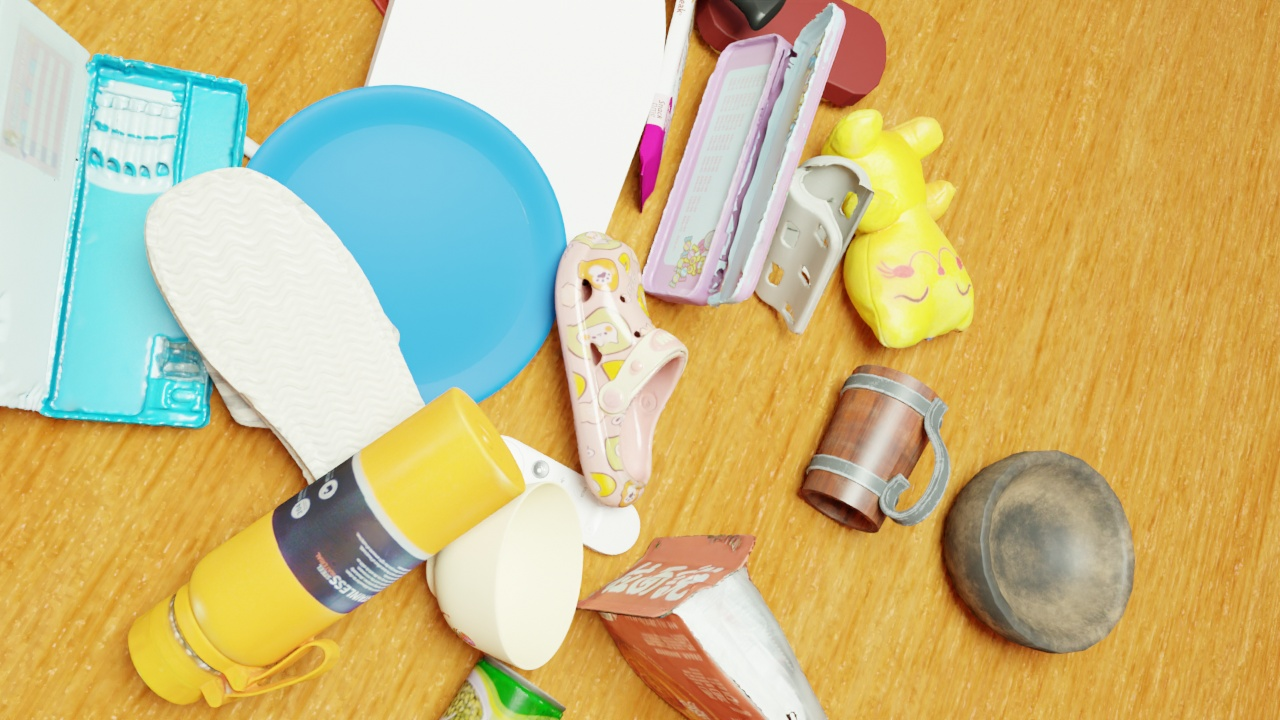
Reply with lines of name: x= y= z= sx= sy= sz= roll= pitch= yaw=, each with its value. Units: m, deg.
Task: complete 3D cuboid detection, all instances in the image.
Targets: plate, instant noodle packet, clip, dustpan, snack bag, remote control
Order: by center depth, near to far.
instant noodle packet: x=0.067 y=0.229 z=0.601 sx=0.083 sy=0.165 sz=0.221 roll=-34 pitch=92 yaw=-25
plate: x=-0.160 y=-0.069 z=0.622 sx=0.224 sy=0.024 sz=0.224 roll=-5 pitch=103 yaw=-21
dustpan: x=-0.088 y=-0.210 z=0.657 sx=0.191 sy=0.053 sz=0.258 roll=17 pitch=100 yaw=-26
remote control: x=-0.061 y=0.097 z=0.659 sx=0.136 sy=0.013 sz=0.043 roll=30 pitch=71 yaw=-13
clip: x=0.126 y=-0.112 z=0.721 sx=0.105 sy=0.127 sz=0.151 roll=-8 pitch=59 yaw=-15
snack bag: x=0.023 y=-0.218 z=0.724 sx=0.016 sy=0.070 sz=0.196 roll=12 pitch=74 yaw=2

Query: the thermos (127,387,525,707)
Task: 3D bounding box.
thermos: x=-0.180 y=0.116 z=0.534 sx=0.232 sy=0.076 sz=0.091 roll=-34 pitch=49 yaw=-1

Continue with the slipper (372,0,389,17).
slipper: x=-0.128 y=-0.252 z=0.677 sx=0.103 sy=0.059 sz=0.249 roll=-32 pitch=93 yaw=-23

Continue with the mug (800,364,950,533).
mug: x=0.191 y=0.072 z=0.708 sx=0.081 sy=0.118 sz=0.111 roll=41 pitch=71 yaw=-29

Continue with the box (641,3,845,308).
box: x=0.074 y=-0.141 z=0.664 sx=0.040 sy=0.151 sz=0.214 roll=21 pitch=86 yaw=-24

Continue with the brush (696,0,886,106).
brush: x=0.127 y=-0.279 z=0.789 sx=0.173 sy=0.042 sz=0.082 roll=18 pitch=74 yaw=-17

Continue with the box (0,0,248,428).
box: x=-0.327 y=-0.078 z=0.548 sx=0.168 sy=0.087 sz=0.227 roll=15 pitch=76 yaw=-54

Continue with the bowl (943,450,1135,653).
bowl: x=0.323 y=0.157 z=0.765 sx=0.162 sy=0.070 sz=0.162 roll=4 pitch=78 yaw=-20

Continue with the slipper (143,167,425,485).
slipper: x=-0.203 y=0.009 z=0.577 sx=0.114 sy=0.054 sz=0.273 roll=-34 pitch=112 yaw=-15

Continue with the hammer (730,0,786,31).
hammer: x=-0.023 y=-0.363 z=0.710 sx=0.323 sy=0.029 sz=0.126 roll=38 pitch=69 yaw=6

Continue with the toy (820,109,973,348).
toy: x=0.205 y=-0.106 z=0.764 sx=0.134 sy=0.088 sz=0.194 roll=-14 pitch=88 yaw=-41

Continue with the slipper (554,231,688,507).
slipper: x=-0.004 y=0.004 z=0.650 sx=0.082 sy=0.093 sz=0.197 roll=-7 pitch=87 yaw=21

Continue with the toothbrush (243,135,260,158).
toothbrush: x=-0.227 y=-0.116 z=0.634 sx=0.187 sy=0.017 sz=0.012 roll=36 pitch=79 yaw=-11

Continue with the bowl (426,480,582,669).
bowl: x=-0.096 y=0.136 z=0.600 sx=0.074 sy=0.118 sz=0.118 roll=1 pitch=76 yaw=22

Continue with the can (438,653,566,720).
can: x=-0.107 y=0.256 z=0.581 sx=0.067 sy=0.067 sz=0.120 roll=39 pitch=69 yaw=-10
